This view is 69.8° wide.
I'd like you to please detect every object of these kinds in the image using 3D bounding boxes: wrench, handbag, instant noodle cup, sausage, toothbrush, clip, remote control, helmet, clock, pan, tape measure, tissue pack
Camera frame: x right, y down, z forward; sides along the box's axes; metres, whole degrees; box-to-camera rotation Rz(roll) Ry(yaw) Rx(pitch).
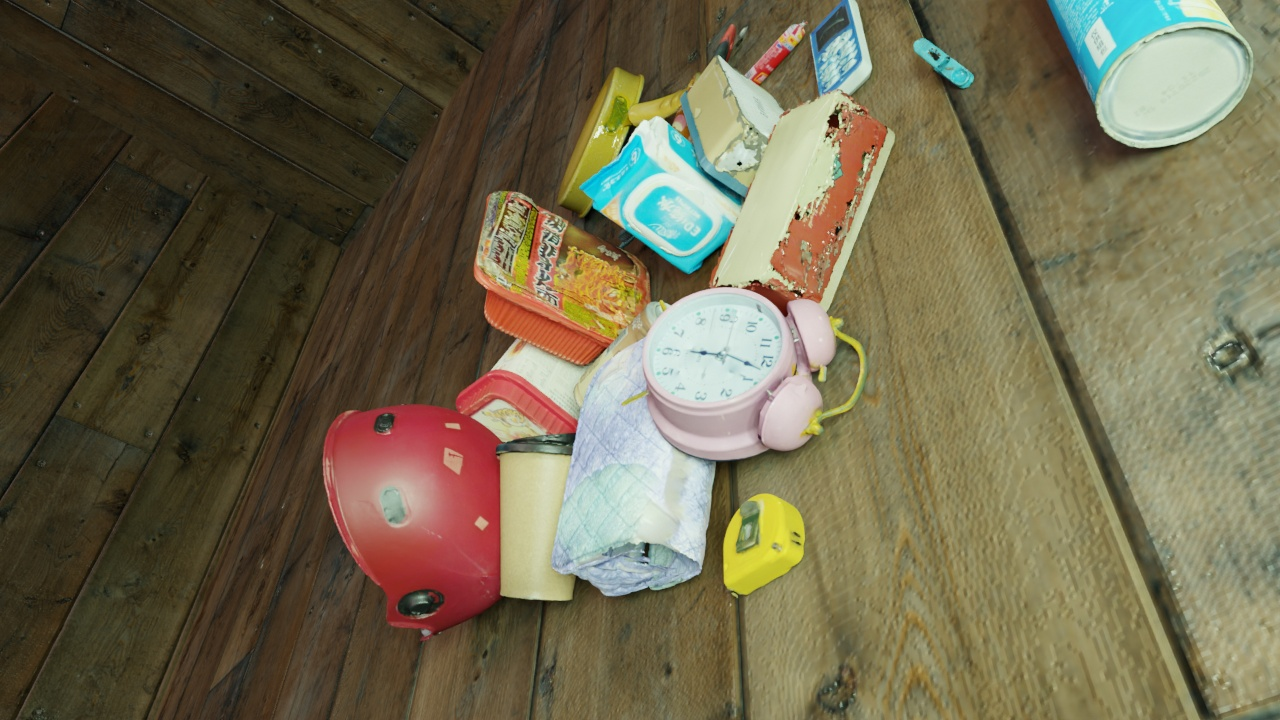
[{"bbox_3d":[0.056,-0.261,1.016,0.056,0.016,0.272,80,-148,-67],"label":"wrench"},{"bbox_3d":[0.005,0.077,0.704,0.135,0.075,0.193,-32,39,46],"label":"handbag"},{"bbox_3d":[-0.105,0.030,0.934,0.117,0.116,0.124,-30,26,48],"label":"instant noodle cup"},{"bbox_3d":[0.117,-0.292,0.952,0.156,0.020,0.020,-41,31,36],"label":"sausage"},{"bbox_3d":[-0.059,-0.097,1.042,0.192,0.018,0.016,-40,32,37],"label":"toothbrush"},{"bbox_3d":[0.223,-0.213,0.665,0.013,0.033,0.054,-50,43,23],"label":"clip"},{"bbox_3d":[0.177,-0.273,0.811,0.049,0.024,0.124,-40,33,37],"label":"remote control"},{"bbox_3d":[-0.177,0.131,0.843,0.144,0.240,0.206,-17,57,0],"label":"helmet"},{"bbox_3d":[0.074,0.007,0.625,0.159,0.060,0.117,6,56,22],"label":"clock"},{"bbox_3d":[-0.080,-0.072,0.898,0.079,0.188,0.164,-54,22,33],"label":"instant noodle cup"},{"bbox_3d":[-0.015,-0.283,1.113,0.358,0.078,0.197,160,130,-73],"label":"pan"},{"bbox_3d":[0.076,0.113,0.585,0.060,0.029,0.057,-40,31,36],"label":"tape measure"},{"bbox_3d":[0.026,-0.146,0.828,0.090,0.140,0.063,-40,30,30],"label":"tissue pack"}]

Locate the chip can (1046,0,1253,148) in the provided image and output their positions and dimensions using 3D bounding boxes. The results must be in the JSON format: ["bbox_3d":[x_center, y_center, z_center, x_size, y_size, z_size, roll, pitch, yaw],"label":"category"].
[{"bbox_3d":[0.268,-0.210,0.516,0.071,0.071,0.209,-39,33,38],"label":"chip can"}]

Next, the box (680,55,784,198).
[{"bbox_3d":[0.091,-0.211,0.833,0.060,0.089,0.184,-50,24,25],"label":"box"}]

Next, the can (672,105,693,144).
[{"bbox_3d":[0.047,-0.193,0.931,0.058,0.058,0.147,-21,45,54],"label":"can"}]

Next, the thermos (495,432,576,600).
[{"bbox_3d":[-0.081,0.129,0.781,0.093,0.093,0.143,-15,68,57],"label":"thermos"}]

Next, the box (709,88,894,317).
[{"bbox_3d":[0.117,-0.119,0.698,0.091,0.076,0.168,-3,62,62],"label":"box"}]

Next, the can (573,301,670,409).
[{"bbox_3d":[-0.005,0.005,0.817,0.117,0.058,0.058,-47,28,28],"label":"can"}]
